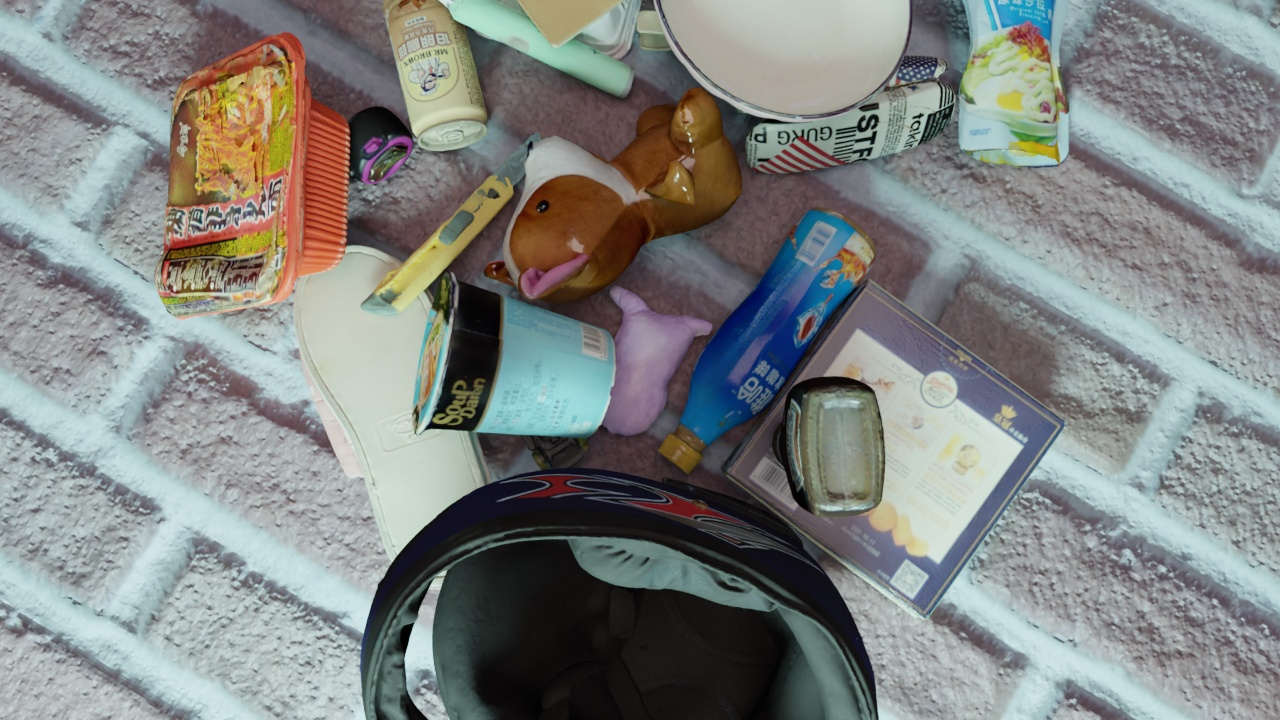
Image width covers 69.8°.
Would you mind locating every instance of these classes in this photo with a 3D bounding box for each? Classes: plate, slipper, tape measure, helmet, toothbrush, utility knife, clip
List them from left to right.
[{"bbox_3d":[-0.202,-0.162,0.699,0.039,0.057,0.058,47,109,5],"label":"tape measure"},{"bbox_3d":[-0.179,0.038,0.683,0.114,0.054,0.274,-25,76,-6],"label":"slipper"},{"bbox_3d":[-0.136,-0.104,0.699,0.031,0.021,0.197,37,67,6],"label":"utility knife"},{"bbox_3d":[-0.106,-0.253,0.684,0.224,0.027,0.027,21,66,-19],"label":"toothbrush"},{"bbox_3d":[-0.017,0.184,0.572,0.315,0.240,0.247,29,85,-15],"label":"helmet"},{"bbox_3d":[0.050,-0.257,0.702,0.104,0.082,0.034,7,85,-10],"label":"clip"},{"bbox_3d":[0.098,-0.253,0.653,0.192,0.039,0.192,2,78,-12],"label":"plate"}]

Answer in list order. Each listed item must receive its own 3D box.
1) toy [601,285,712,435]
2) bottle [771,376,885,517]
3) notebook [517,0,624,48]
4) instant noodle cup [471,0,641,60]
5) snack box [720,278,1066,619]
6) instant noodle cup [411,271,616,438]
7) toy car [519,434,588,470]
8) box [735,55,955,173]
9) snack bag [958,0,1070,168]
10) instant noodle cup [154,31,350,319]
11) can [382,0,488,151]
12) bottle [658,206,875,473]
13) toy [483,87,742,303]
[{"bbox_3d":[-0.004,0.004,0.695,0.084,0.039,0.108,24,88,2],"label":"toy"},{"bbox_3d":[0.108,0.053,0.568,0.044,0.195,0.080,-3,85,2],"label":"bottle"},{"bbox_3d":[-0.023,-0.346,0.679,0.207,0.008,0.148,-36,86,-3],"label":"notebook"},{"bbox_3d":[-0.059,-0.332,0.713,0.138,0.060,0.173,13,84,1],"label":"instant noodle cup"},{"bbox_3d":[0.186,0.065,0.686,0.178,0.046,0.182,37,87,4],"label":"snack box"},{"bbox_3d":[-0.085,0.007,0.627,0.120,0.111,0.111,12,85,-20],"label":"instant noodle cup"},{"bbox_3d":[-0.075,0.041,0.693,0.043,0.036,0.091,-32,84,-4],"label":"toy car"},{"bbox_3d":[0.154,-0.203,0.705,0.163,0.076,0.087,-11,66,2],"label":"box"},{"bbox_3d":[0.287,-0.248,0.706,0.110,0.039,0.191,2,87,-15],"label":"snack bag"},{"bbox_3d":[-0.276,-0.125,0.663,0.165,0.079,0.188,-2,85,36],"label":"instant noodle cup"},{"bbox_3d":[-0.157,-0.226,0.704,0.058,0.058,0.116,-15,85,-1],"label":"can"},{"bbox_3d":[0.090,-0.011,0.683,0.065,0.065,0.218,36,87,3],"label":"bottle"},{"bbox_3d":[-0.024,-0.116,0.660,0.199,0.140,0.130,-41,104,-7],"label":"toy"}]
